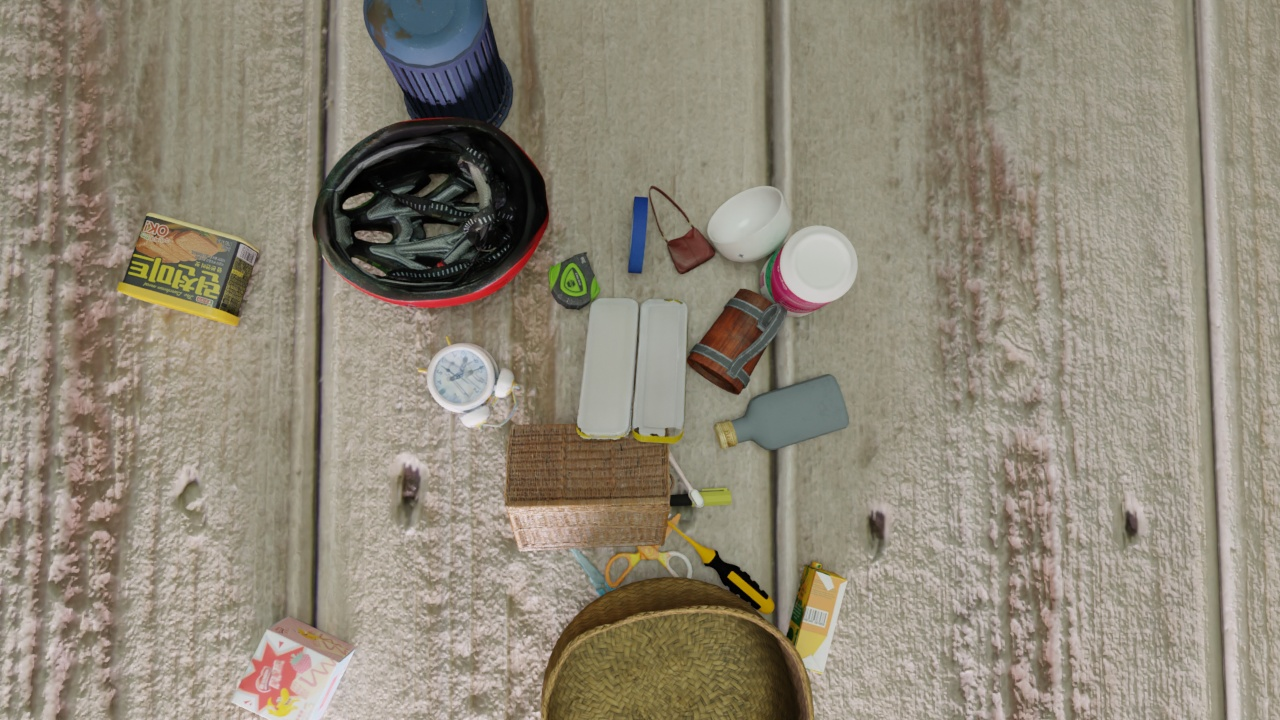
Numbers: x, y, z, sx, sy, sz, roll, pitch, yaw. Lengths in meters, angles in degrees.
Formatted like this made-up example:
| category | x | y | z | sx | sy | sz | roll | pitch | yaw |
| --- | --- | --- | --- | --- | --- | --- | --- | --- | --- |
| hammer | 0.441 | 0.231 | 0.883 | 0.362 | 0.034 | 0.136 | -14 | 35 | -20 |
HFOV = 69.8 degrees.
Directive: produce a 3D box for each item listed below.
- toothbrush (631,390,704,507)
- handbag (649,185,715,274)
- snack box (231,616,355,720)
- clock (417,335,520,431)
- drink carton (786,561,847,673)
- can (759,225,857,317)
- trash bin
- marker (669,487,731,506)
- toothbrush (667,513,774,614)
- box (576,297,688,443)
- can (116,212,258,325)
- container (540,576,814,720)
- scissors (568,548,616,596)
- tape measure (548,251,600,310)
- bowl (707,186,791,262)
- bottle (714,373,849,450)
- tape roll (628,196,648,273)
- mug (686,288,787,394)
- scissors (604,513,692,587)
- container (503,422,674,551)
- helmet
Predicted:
| category | x | y | z | sx | sy | sz | roll | pitch | yaw |
| --- | --- | --- | --- | --- | --- | --- | --- | --- | --- |
| toothbrush | 0.028 | 0.105 | 1.145 | 0.015 | 0.018 | 0.181 | -32 | 80 | -8 |
| handbag | 0.044 | -0.173 | 1.173 | 0.055 | 0.029 | 0.119 | -29 | 83 | -6 |
| snack box | -0.409 | 0.371 | 1.085 | 0.095 | 0.079 | 0.093 | 26 | 85 | 0 |
| clock | -0.208 | 0.030 | 1.134 | 0.125 | 0.052 | 0.088 | 39 | 84 | -2 |
| drink carton | 0.214 | 0.313 | 1.127 | 0.041 | 0.058 | 0.122 | 15 | 85 | -1 |
| can | 0.197 | -0.103 | 1.102 | 0.088 | 0.166 | 0.088 | 0 | 86 | -3 |
| trash bin | -0.228 | -0.355 | 1.059 | 0.139 | 0.249 | 0.139 | 0 | 86 | -3 |
| marker | 0.051 | 0.173 | 1.150 | 0.124 | 0.017 | 0.021 | -3 | 86 | -1 |
| toothbrush | 0.089 | 0.247 | 1.138 | 0.196 | 0.031 | 0.030 | 41 | 82 | -2 |
| box | -0.007 | 0.007 | 1.105 | 0.127 | 0.023 | 0.209 | 4 | 54 | 0 |
| can | -0.547 | -0.111 | 1.119 | 0.131 | 0.072 | 0.101 | 16 | 83 | -1 |
| container | 0.030 | 0.405 | 1.041 | 0.307 | 0.196 | 0.307 | 0 | 87 | -5 |
| scissors | -0.048 | 0.278 | 1.141 | 0.056 | 0.015 | 0.137 | -39 | 93 | -2 |
| tape measure | -0.085 | -0.096 | 1.156 | 0.058 | 0.036 | 0.065 | -18 | 83 | -13 |
| bowl | 0.140 | -0.164 | 1.142 | 0.105 | 0.105 | 0.054 | -43 | 125 | -5 |
| bottle | 0.173 | 0.073 | 1.148 | 0.161 | 0.046 | 0.072 | -17 | 87 | -3 |
| tape roll | -0.003 | -0.155 | 1.134 | 0.016 | 0.091 | 0.093 | 5 | 81 | -2 |
| mug | 0.126 | -0.024 | 1.121 | 0.081 | 0.117 | 0.111 | 37 | 81 | -17 |
| scissors | 0.011 | 0.241 | 1.144 | 0.128 | 0.011 | 0.125 | 43 | 80 | -3 |
| container | -0.059 | 0.150 | 1.081 | 0.198 | 0.113 | 0.113 | -1 | 51 | -2 |
| helmet | -0.244 | -0.169 | 1.087 | 0.272 | 0.167 | 0.217 | -9 | 86 | -3 |
